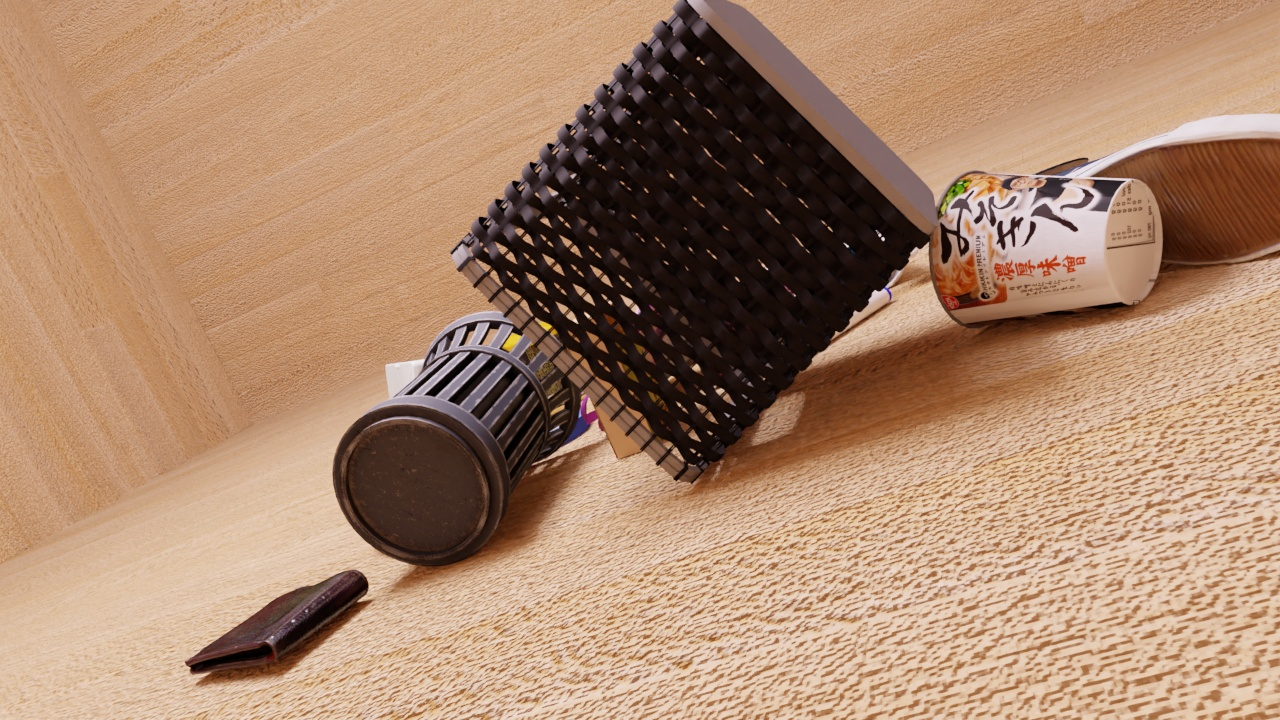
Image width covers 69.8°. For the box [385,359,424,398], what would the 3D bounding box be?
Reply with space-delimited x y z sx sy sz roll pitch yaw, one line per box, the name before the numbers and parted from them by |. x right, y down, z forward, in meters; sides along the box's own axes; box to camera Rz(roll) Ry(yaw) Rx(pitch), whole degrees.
box | -0.286 0.064 1.174 0.043 0.136 0.197 -21 8 -23

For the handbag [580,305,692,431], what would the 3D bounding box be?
handbag | -0.006 0.006 0.960 0.068 0.145 0.169 24 52 18

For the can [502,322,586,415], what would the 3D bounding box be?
can | -0.129 0.011 1.197 0.072 0.101 0.131 -26 10 -15

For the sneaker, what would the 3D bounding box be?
sneaker | 0.404 -0.132 0.702 0.127 0.121 0.295 -40 11 -17

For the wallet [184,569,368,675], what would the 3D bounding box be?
wallet | -0.283 0.208 0.717 0.120 0.031 0.099 -21 7 32

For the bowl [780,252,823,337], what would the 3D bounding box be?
bowl | 0.193 -0.075 0.967 0.052 0.124 0.123 19 19 7

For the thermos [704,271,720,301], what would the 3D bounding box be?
thermos | 0.056 -0.059 1.189 0.082 0.082 0.239 -20 10 22

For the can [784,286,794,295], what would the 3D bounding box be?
can | 0.159 -0.073 1.077 0.114 0.063 0.063 -20 10 20

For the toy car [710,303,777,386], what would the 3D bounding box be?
toy car | 0.104 -0.033 0.975 0.070 0.062 0.169 -20 15 22

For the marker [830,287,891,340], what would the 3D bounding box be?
marker | 0.203 -0.040 0.922 0.141 0.020 0.020 -30 11 -33

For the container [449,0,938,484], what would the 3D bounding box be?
container | 0.057 -0.105 0.709 0.244 0.245 0.246 -46 0 24

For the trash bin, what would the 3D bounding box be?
trash bin | -0.157 0.066 0.810 0.164 0.164 0.227 -21 13 15

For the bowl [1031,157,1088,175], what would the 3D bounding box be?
bowl | 0.385 -0.143 0.888 0.115 0.059 0.115 -21 -6 -2

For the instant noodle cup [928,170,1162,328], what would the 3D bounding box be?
instant noodle cup | 0.301 -0.084 0.675 0.123 0.124 0.122 -30 21 -32

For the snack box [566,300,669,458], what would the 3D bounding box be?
snack box | -0.020 0.014 0.843 0.040 0.126 0.088 -21 10 15

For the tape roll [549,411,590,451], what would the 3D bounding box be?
tape roll | -0.100 0.081 0.999 0.092 0.016 0.092 -17 11 35

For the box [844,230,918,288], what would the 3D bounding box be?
box | 0.260 -0.123 1.037 0.161 0.081 0.092 -95 30 -78
